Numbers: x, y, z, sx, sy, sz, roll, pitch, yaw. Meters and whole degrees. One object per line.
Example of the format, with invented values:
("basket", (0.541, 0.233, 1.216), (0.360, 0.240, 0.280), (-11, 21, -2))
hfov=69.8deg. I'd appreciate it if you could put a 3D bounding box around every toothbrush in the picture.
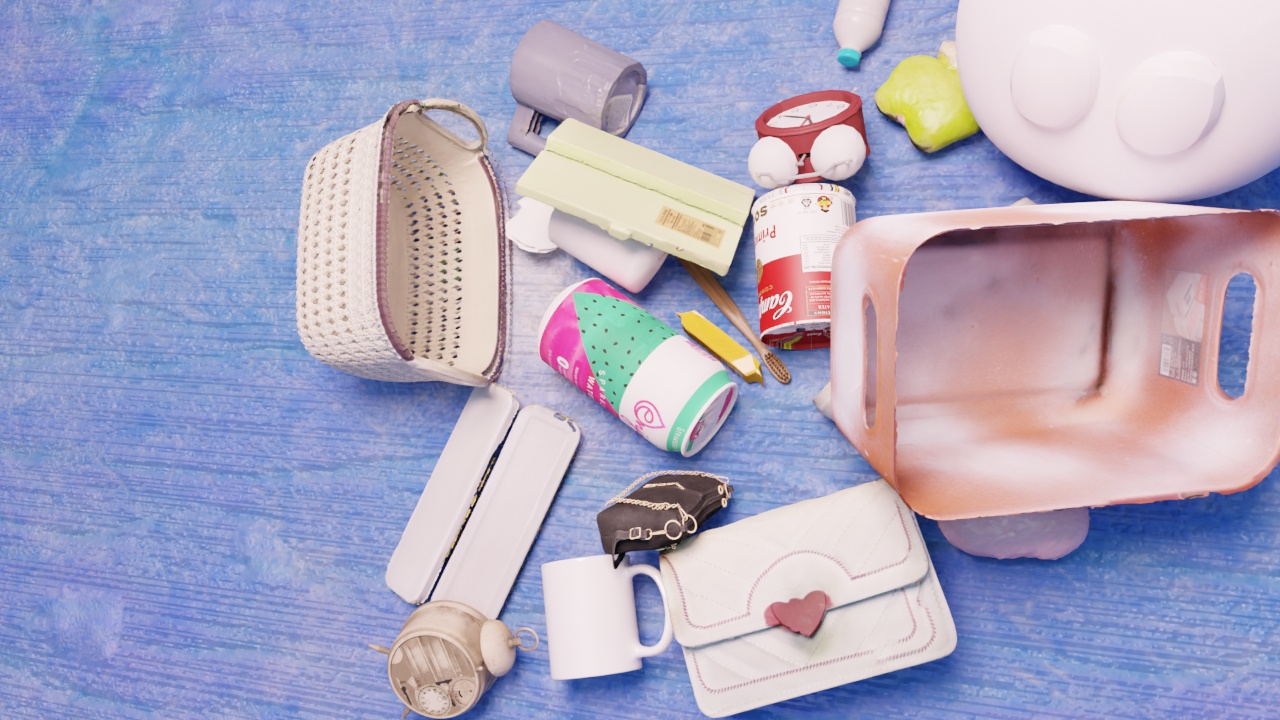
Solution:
("toothbrush", (0.079, -0.045, 0.810), (0.016, 0.016, 0.167), (-38, 69, 3))

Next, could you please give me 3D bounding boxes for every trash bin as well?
("trash bin", (0.266, -0.013, 0.620), (0.259, 0.157, 0.182), (-5, 105, -7))

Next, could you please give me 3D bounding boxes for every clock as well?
("clock", (0.144, -0.185, 0.775), (0.096, 0.048, 0.137), (-4, 34, 23))
("clock", (-0.150, 0.249, 0.764), (0.141, 0.054, 0.093), (-19, 99, 15))

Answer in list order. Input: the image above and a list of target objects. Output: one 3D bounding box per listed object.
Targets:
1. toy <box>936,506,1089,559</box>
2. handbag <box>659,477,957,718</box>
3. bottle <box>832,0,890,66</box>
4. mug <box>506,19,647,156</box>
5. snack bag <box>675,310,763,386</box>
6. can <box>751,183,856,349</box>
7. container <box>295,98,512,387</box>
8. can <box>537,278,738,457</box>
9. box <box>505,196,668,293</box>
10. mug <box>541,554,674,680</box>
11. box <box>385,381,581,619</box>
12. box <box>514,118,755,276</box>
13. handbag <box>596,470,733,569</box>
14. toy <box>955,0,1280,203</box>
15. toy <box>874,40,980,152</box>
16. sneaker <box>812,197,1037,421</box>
("toy", (0.283, 0.101, 0.700), (0.108, 0.053, 0.105), (3, 67, 17))
("handbag", (0.125, 0.179, 0.700), (0.199, 0.096, 0.142), (-21, 71, 12))
("bottle", (0.204, -0.331, 0.828), (0.044, 0.044, 0.136), (14, 81, 18))
("mug", (-0.065, -0.244, 0.872), (0.104, 0.083, 0.124), (29, 110, 18))
("snack bag", (0.071, -0.012, 0.799), (0.099, 0.026, 0.020), (40, 83, 22))
("can", (0.139, -0.076, 0.762), (0.087, 0.086, 0.116), (-5, 76, 14))
("container", (-0.209, -0.094, 0.821), (0.143, 0.184, 0.251), (-8, 75, 23))
("can", (-0.005, 0.005, 0.782), (0.166, 0.088, 0.088), (36, 88, 20))
("box", (-0.050, -0.123, 0.827), (0.165, 0.095, 0.084), (33, 66, 10))
("mug", (-0.024, 0.205, 0.743), (0.111, 0.073, 0.090), (-14, 73, 22))
("box", (-0.144, 0.128, 0.822), (0.128, 0.045, 0.209), (22, 85, 23))
("box", (0.001, -0.144, 0.780), (0.187, 0.138, 0.030), (22, 127, 3))
("handbag", (0.024, 0.122, 0.731), (0.079, 0.128, 0.054), (-10, 96, 30))
("toy", (0.372, -0.259, 0.651), (0.263, 0.266, 0.280), (25, 60, 25))
("toy", (0.268, -0.235, 0.788), (0.118, 0.043, 0.092), (-37, 68, 2))
("sneaker", (0.244, -0.026, 0.726), (0.079, 0.087, 0.235), (44, 93, 9))
